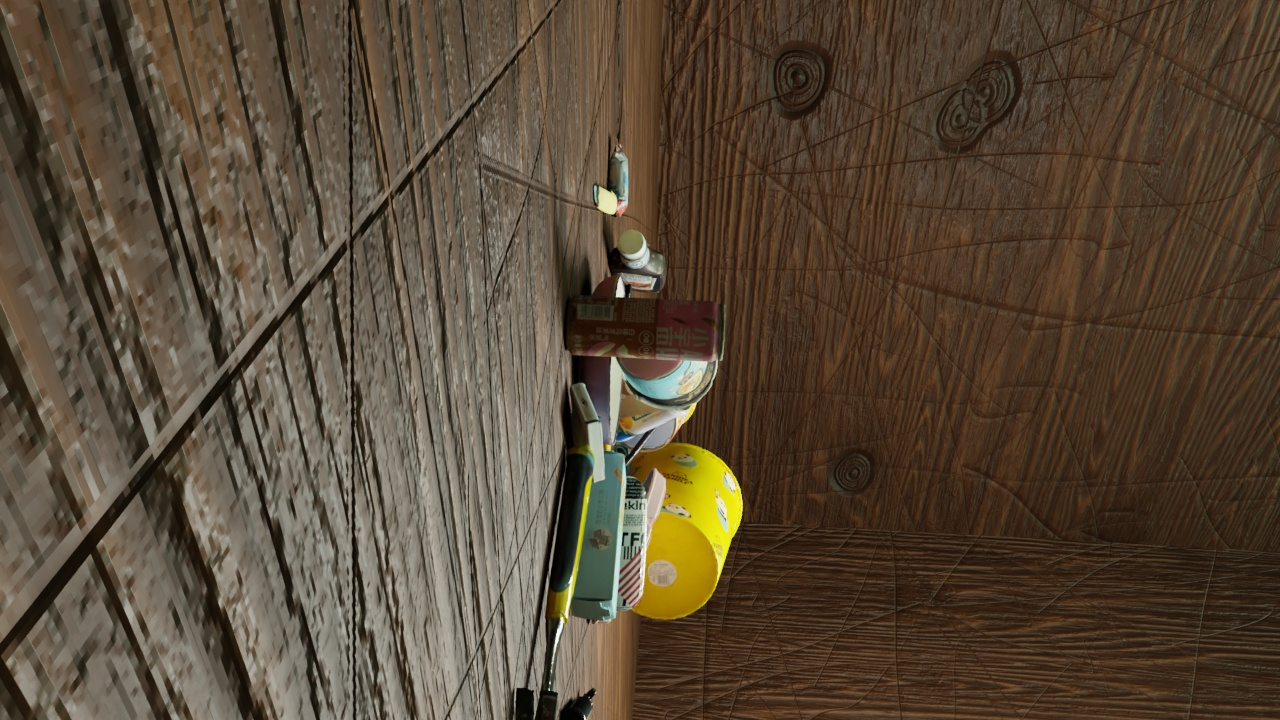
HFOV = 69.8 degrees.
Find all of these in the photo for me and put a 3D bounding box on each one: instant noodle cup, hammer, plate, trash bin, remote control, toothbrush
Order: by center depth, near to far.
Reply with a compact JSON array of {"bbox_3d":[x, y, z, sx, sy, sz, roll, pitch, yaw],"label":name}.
[{"bbox_3d":[-0.068,0.205,0.788,0.126,0.032,0.322,91,3,-45],"label":"hammer"},{"bbox_3d":[-0.054,0.076,0.924,0.125,0.024,0.049,91,-23,-54],"label":"remote control"},{"bbox_3d":[0.020,-0.008,0.960,0.120,0.111,0.111,37,55,-76],"label":"instant noodle cup"},{"bbox_3d":[-0.043,-0.001,1.028,0.192,0.039,0.192,6,87,-87],"label":"plate"},{"bbox_3d":[-0.067,0.402,1.066,0.027,0.026,0.213,-48,170,-8],"label":"toothbrush"},{"bbox_3d":[-0.013,0.136,1.264,0.016,0.018,0.180,-33,-164,51],"label":"toothbrush"},{"bbox_3d":[-0.014,0.260,1.275,0.229,0.028,0.229,-175,-73,-89],"label":"plate"},{"bbox_3d":[0.011,0.068,1.384,0.109,0.138,0.138,-62,156,-66],"label":"instant noodle cup"},{"bbox_3d":[0.049,0.285,1.527,0.254,0.230,0.230,-58,151,-74],"label":"trash bin"}]

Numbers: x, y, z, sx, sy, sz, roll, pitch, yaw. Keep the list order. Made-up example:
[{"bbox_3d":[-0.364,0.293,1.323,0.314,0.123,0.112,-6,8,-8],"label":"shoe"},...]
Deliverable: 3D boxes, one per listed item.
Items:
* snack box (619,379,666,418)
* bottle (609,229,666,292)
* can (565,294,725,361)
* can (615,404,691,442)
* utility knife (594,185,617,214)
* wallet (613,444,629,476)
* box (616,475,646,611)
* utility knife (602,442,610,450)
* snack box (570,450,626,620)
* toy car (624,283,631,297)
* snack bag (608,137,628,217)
[{"bbox_3d":[-0.007,0.007,1.187,0.094,0.077,0.093,-84,159,-53],"label":"snack box"},{"bbox_3d":[-0.005,-0.138,1.284,0.195,0.080,0.044,66,33,-80],"label":"bottle"},{"bbox_3d":[0.005,-0.030,0.869,0.058,0.147,0.058,7,86,-87],"label":"can"},{"bbox_3d":[0.009,0.069,1.271,0.135,0.053,0.053,-29,-134,42],"label":"can"},{"bbox_3d":[-0.041,-0.196,1.118,0.167,0.018,0.031,-75,163,-85],"label":"utility knife"},{"bbox_3d":[-0.034,0.188,1.321,0.133,0.040,0.106,108,-17,-68],"label":"wallet"},{"bbox_3d":[-0.041,0.220,1.125,0.088,0.076,0.162,-177,-92,-66],"label":"box"},{"bbox_3d":[-0.051,0.139,1.258,0.033,0.015,0.209,-81,177,-54],"label":"utility knife"},{"bbox_3d":[-0.047,0.193,1.021,0.074,0.051,0.174,89,4,-59],"label":"snack box"},{"bbox_3d":[-0.028,-0.032,1.288,0.071,0.041,0.156,-79,173,-72],"label":"toy car"},{"bbox_3d":[-0.029,-0.241,1.222,0.045,0.026,0.105,-3,94,-79],"label":"snack bag"}]
